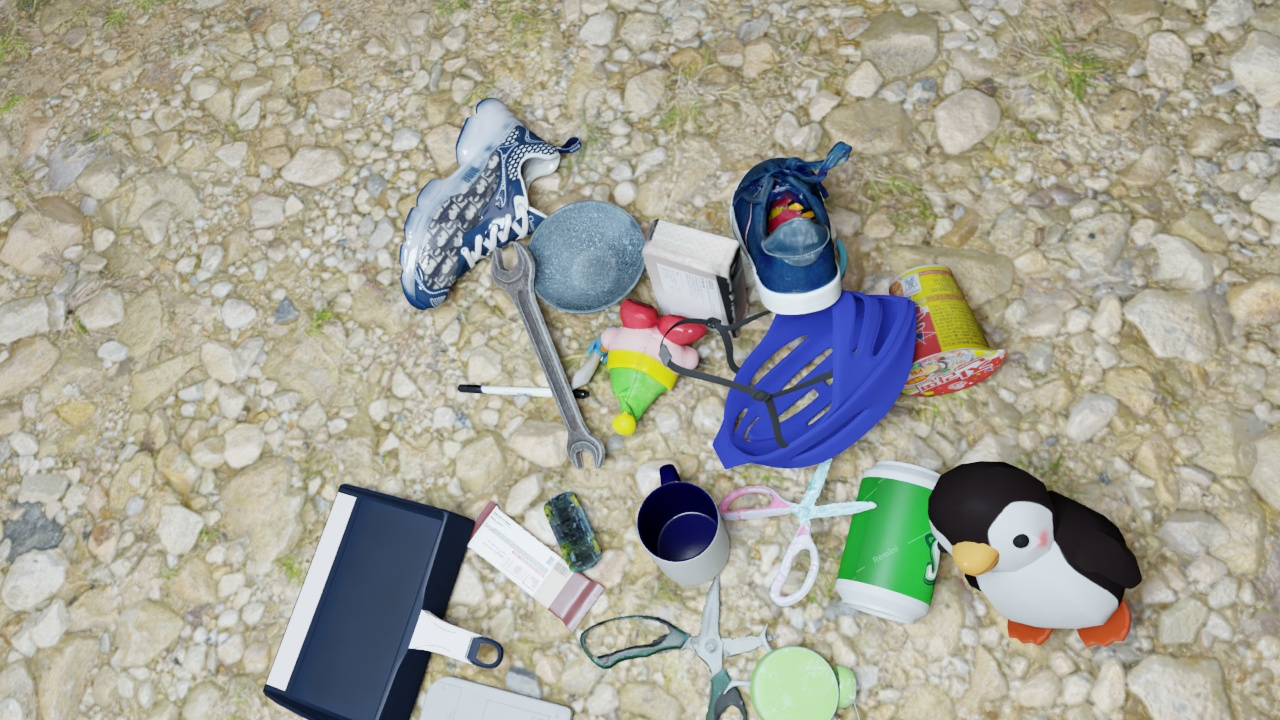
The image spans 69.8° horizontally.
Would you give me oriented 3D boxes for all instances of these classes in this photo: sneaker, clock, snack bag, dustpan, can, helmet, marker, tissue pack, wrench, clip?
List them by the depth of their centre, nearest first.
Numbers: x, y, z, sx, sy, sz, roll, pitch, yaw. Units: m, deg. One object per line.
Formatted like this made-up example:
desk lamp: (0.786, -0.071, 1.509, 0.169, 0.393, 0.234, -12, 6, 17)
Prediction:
clock: (0.150, 0.317, 0.867, 0.119, 0.042, 0.094, 32, 76, 10)
can: (0.244, 0.174, 0.879, 0.088, 0.088, 0.139, 14, 75, 13)
helmet: (0.138, 0.001, 0.886, 0.242, 0.227, 0.147, -49, 35, 17)
sneaker: (0.147, -0.170, 0.925, 0.121, 0.127, 0.293, -9, 31, 8)
dustpan: (-0.250, 0.261, 0.926, 0.273, 0.080, 0.236, 12, 75, 17)
tissue pack: (0.058, -0.090, 0.946, 0.104, 0.181, 0.071, 19, 79, 16)
snack bag: (-0.116, 0.215, 0.965, 0.158, 0.013, 0.057, 33, 80, 17)
clip: (0.204, -0.077, 0.995, 0.097, 0.026, 0.116, 14, 82, 10)
wrench: (-0.102, -0.006, 0.999, 0.070, 0.010, 0.273, -32, 77, 43)
marker: (-0.132, 0.034, 1.028, 0.152, 0.011, 0.011, 3, 72, 10)
sneaker: (-0.173, -0.169, 1.061, 0.132, 0.103, 0.269, 23, 74, 8)

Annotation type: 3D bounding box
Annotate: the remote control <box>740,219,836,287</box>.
remote control: (0.159, -0.124, 1.028, 0.125, 0.018, 0.038, -28, 70, -1)

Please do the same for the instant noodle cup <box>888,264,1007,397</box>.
instant noodle cup: (0.299, -0.033, 0.941, 0.100, 0.100, 0.112, -12, 62, 5)

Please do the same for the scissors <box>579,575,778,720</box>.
scissors: (0.034, 0.312, 0.908, 0.206, 0.015, 0.201, 2, 71, 10)

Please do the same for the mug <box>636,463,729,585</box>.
mug: (0.040, 0.157, 0.910, 0.079, 0.097, 0.111, -16, 62, 4)

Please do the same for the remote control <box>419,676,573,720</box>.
remote control: (-0.147, 0.367, 0.917, 0.151, 0.019, 0.074, 10, 74, 12)

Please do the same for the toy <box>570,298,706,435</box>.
toy: (-0.006, 0.006, 0.978, 0.124, 0.096, 0.131, 20, 103, 5)

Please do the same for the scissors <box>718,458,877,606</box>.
scissors: (0.146, 0.161, 0.890, 0.171, 0.013, 0.176, -10, 43, 32)

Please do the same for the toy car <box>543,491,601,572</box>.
toy car: (-0.070, 0.180, 0.960, 0.038, 0.027, 0.089, -25, 62, -5)

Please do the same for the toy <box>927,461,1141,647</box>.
toy: (0.338, 0.149, 0.819, 0.184, 0.159, 0.139, 37, 60, -21)

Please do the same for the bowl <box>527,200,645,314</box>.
bowl: (-0.057, -0.107, 1.036, 0.137, 0.057, 0.137, -3, 72, 9)
